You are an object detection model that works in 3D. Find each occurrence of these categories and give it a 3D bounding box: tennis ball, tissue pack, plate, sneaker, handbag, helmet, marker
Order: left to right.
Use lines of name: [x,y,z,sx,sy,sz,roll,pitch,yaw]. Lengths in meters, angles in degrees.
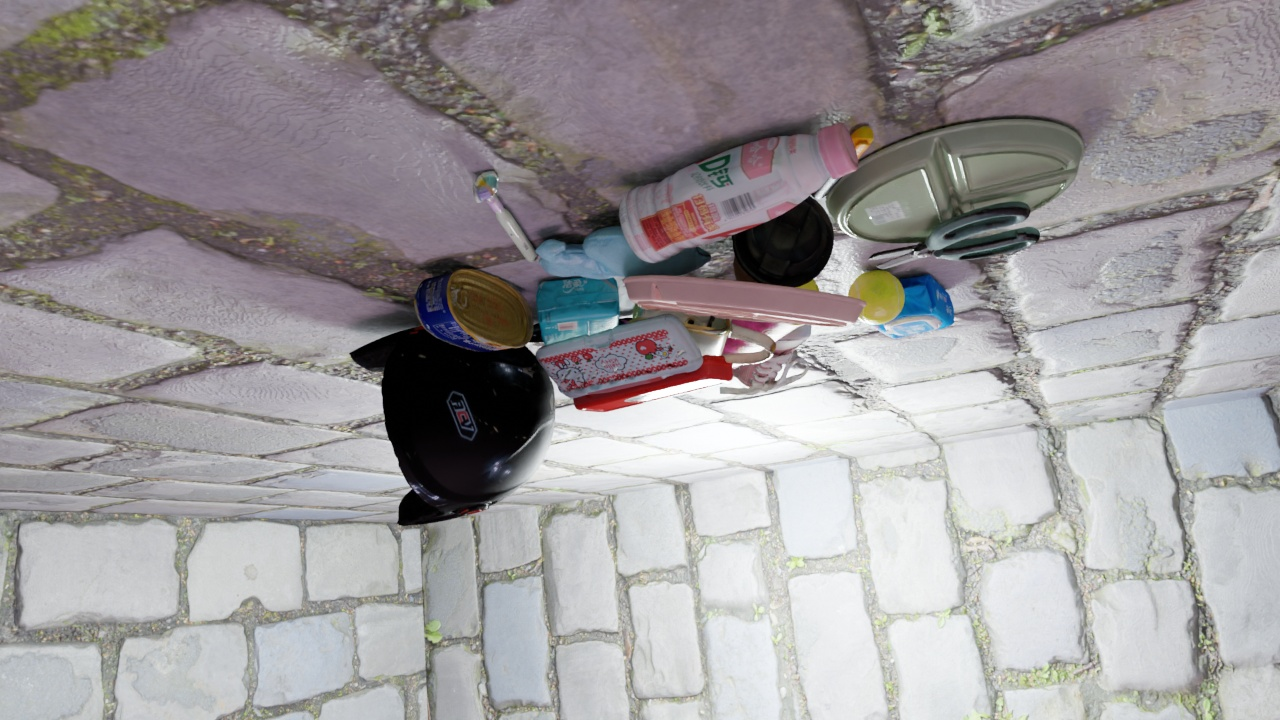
helmet: [-0.216,0.065,1.104,0.230,0.233,0.275,-17,-177,-3]
tissue pack: [-0.071,-0.055,1.062,0.093,0.050,0.133,-6,166,-4]
handbag: [0.071,-0.027,1.110,0.179,0.063,0.163,11,159,2]
plate: [0.096,-0.054,0.870,0.229,0.028,0.229,6,-179,0]
sneaker: [0.177,0.002,1.309,0.118,0.087,0.241,-1,166,-17]
marker: [0.172,-0.166,0.791,0.018,0.015,0.124,1,167,-8]
tennis ball: [0.281,-0.075,1.093,0.065,0.065,0.065,-6,166,-2]
tissue pack: [0.344,-0.066,1.181,0.095,0.052,0.157,-14,164,29]
plate: [0.289,-0.157,0.853,0.230,0.027,0.230,-5,165,-2]

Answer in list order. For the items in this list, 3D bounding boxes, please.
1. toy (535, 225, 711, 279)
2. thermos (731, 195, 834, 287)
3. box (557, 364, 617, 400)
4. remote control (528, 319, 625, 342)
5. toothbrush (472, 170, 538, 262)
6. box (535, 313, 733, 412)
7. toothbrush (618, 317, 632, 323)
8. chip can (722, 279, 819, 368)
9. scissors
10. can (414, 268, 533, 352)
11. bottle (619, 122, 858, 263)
toy: [-0.016,-0.104,0.891,0.161,0.049,0.156,5,173,-27]
thermos: [0.128,-0.105,0.881,0.093,0.093,0.143,-5,173,-3]
box: [-0.065,0.013,1.259,0.063,0.089,0.184,-9,163,14]
remote control: [-0.084,-0.043,1.157,0.136,0.024,0.053,-6,167,6]
toothbrush: [-0.118,-0.123,0.836,0.020,0.029,0.189,35,173,12]
box: [-0.007,0.012,1.082,0.202,0.063,0.160,-14,148,31]
toothbrush: [-0.033,-0.047,1.185,0.189,0.014,0.018,-7,175,6]
chip can: [0.143,-0.047,1.136,0.071,0.071,0.211,-1,165,-17]
scissors: [0.327,-0.117,0.933,0.171,0.019,0.177,5,162,-40]
can: [-0.176,-0.052,0.986,0.049,0.074,0.148,-9,165,27]
bottle: [0.080,-0.141,0.759,0.197,0.068,0.068,-18,162,27]
